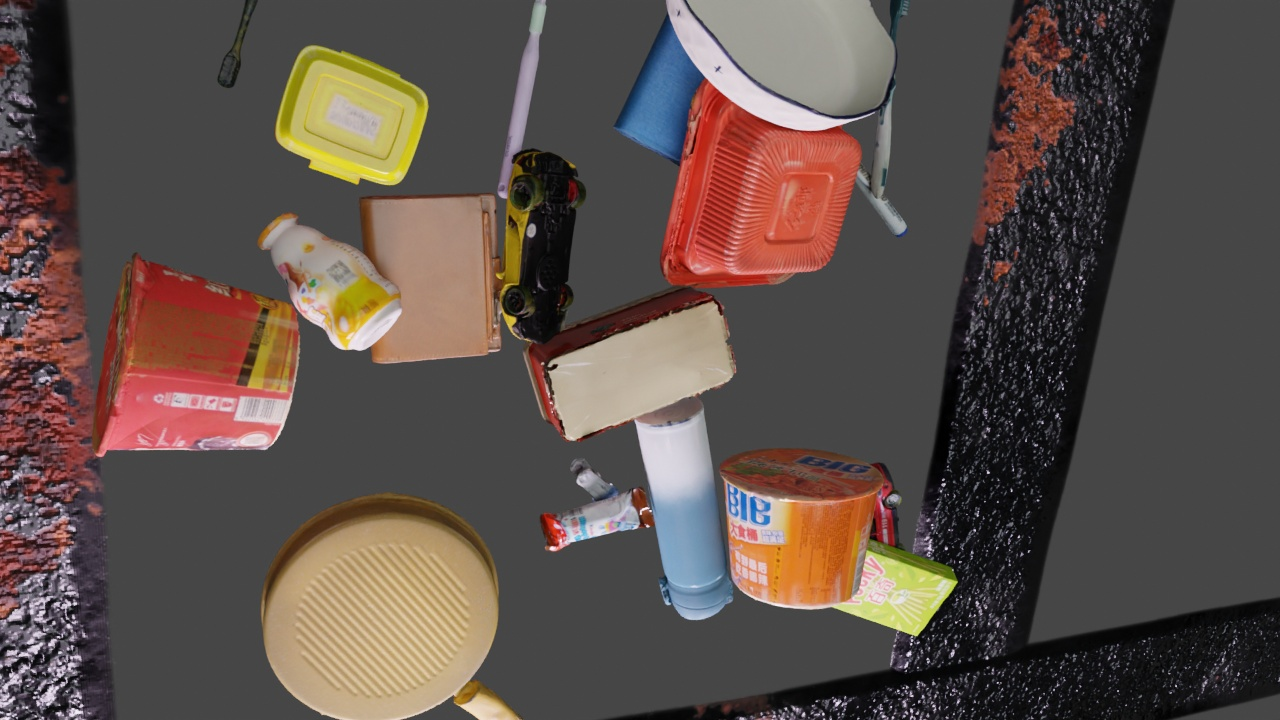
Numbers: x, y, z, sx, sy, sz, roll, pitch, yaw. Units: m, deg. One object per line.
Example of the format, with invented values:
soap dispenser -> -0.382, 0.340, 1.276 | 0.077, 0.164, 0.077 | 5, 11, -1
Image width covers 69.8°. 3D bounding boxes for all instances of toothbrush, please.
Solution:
toothbrush -> 0.228, -0.244, 0.836 | 0.018, 0.016, 0.192 | -3, 102, -35
toothbrush -> -0.257, -0.277, 0.628 | 0.012, 0.017, 0.186 | 19, 98, -20
toothbrush -> -0.091, -0.220, 0.716 | 0.021, 0.029, 0.189 | -14, 119, -60

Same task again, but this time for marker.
marker -> 0.209, -0.169, 0.860 | 0.017, 0.017, 0.146 | -47, 118, -3

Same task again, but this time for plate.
plate -> 0.106, -0.263, 0.715 | 0.204, 0.046, 0.204 | 13, 60, -25

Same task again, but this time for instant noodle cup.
instant noodle cup -> -0.308, 0.005, 0.638 | 0.108, 0.138, 0.138 | 11, 102, -34
instant noodle cup -> 0.147, 0.155, 0.857 | 0.151, 0.151, 0.111 | -4, 102, -22
instant noodle cup -> 0.108, -0.138, 0.766 | 0.164, 0.079, 0.189 | -7, 123, -33

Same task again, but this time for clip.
clip -> -0.042, 0.114, 0.844 | 0.024, 0.028, 0.057 | -39, 127, -2

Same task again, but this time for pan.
pan -> -0.181, 0.270, 0.823 | 0.197, 0.078, 0.357 | -36, 110, -6

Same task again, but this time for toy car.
toy car -> -0.083, -0.090, 0.738 | 0.071, 0.041, 0.156 | -15, 114, -57
toy car -> 0.250, 0.165, 0.965 | 0.045, 0.052, 0.121 | -9, 116, 1

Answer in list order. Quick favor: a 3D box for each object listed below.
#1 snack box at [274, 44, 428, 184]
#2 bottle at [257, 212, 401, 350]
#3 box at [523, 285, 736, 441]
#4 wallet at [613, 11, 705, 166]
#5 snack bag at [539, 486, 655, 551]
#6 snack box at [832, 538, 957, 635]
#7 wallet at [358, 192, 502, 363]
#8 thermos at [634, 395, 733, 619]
snack box -> -0.206, -0.171, 0.648 | 0.091, 0.080, 0.082 | 17, 98, -27
bottle -> -0.230, -0.059, 0.675 | 0.108, 0.063, 0.063 | 44, 86, -1
box -> -0.005, 0.004, 0.791 | 0.168, 0.078, 0.091 | -21, 113, -15
wallet -> 0.051, -0.229, 0.763 | 0.106, 0.040, 0.133 | 23, 100, -24
snack bag -> -0.042, 0.146, 0.842 | 0.105, 0.026, 0.045 | -16, 110, 0
snack box -> 0.239, 0.229, 0.957 | 0.156, 0.026, 0.086 | 21, 118, -9
wallet -> -0.163, -0.066, 0.728 | 0.107, 0.031, 0.132 | -6, 109, -17
thermos -> 0.041, 0.142, 0.864 | 0.070, 0.070, 0.221 | -17, 113, -18
